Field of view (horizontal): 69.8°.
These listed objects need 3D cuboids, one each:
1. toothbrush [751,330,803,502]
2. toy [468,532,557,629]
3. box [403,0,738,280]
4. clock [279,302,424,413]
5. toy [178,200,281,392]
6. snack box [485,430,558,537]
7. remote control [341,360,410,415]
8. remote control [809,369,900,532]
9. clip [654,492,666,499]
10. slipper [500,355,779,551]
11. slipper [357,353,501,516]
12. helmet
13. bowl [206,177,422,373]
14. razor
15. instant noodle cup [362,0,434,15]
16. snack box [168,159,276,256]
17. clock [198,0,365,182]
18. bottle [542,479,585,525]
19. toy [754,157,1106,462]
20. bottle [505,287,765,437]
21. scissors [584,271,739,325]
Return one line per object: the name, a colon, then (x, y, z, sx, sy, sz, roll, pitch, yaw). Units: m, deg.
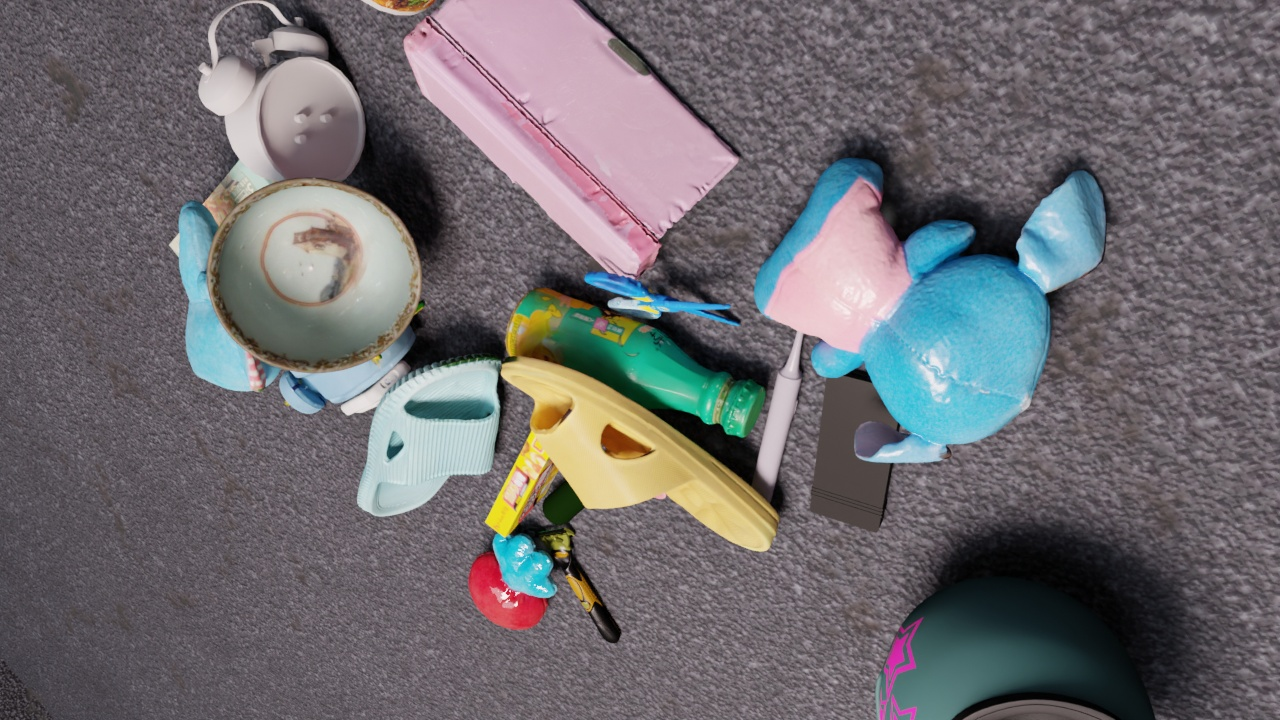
toothbrush: (0.110, 0.037, 0.712, 0.019, 0.018, 0.188, 18, 125, 15)
toy: (-0.130, 0.226, 0.948, 0.092, 0.062, 0.133, 34, 126, 1)
box: (-0.049, -0.177, 0.679, 0.232, 0.115, 0.106, 44, 171, 3)
clock: (-0.282, -0.009, 0.867, 0.162, 0.117, 0.060, -22, 116, 33)
toy: (-0.371, -0.061, 0.848, 0.183, 0.114, 0.181, -141, 40, -59)
snack box: (-0.090, 0.092, 0.833, 0.025, 0.075, 0.153, 36, 130, 7)
remote control: (-0.256, 0.030, 0.891, 0.022, 0.050, 0.134, 49, 153, -13)
remote control: (0.164, 0.069, 0.700, 0.058, 0.013, 0.134, 16, 124, 23)
clip: (0.010, 0.098, 0.801, 0.023, 0.045, 0.060, 10, 108, 32)
slipper: (-0.006, 0.088, 0.724, 0.263, 0.078, 0.100, 35, 159, -15)
slipper: (-0.206, 0.091, 0.883, 0.277, 0.115, 0.069, -55, 50, 44)
helmet: (0.261, 0.286, 0.647, 0.176, 0.200, 0.275, -5, 99, 12)
bowl: (-0.268, -0.079, 0.758, 0.094, 0.159, 0.160, -137, 32, -61)
razor: (-0.058, 0.231, 0.934, 0.044, 0.021, 0.144, -17, 110, 38)
instant noodle cup: (-0.149, -0.297, 0.616, 0.122, 0.121, 0.136, -29, 73, 49)
snack box: (-0.373, -0.105, 0.912, 0.194, 0.044, 0.141, -27, 103, 39)
clock: (-0.291, -0.213, 0.753, 0.061, 0.119, 0.159, 11, 133, 33)
bottle: (-0.048, 0.113, 0.848, 0.033, 0.032, 0.123, 46, 130, 0)
toy: (0.172, -0.042, 0.581, 0.191, 0.098, 0.225, 40, 123, 14)
bottle: (-0.004, 0.004, 0.731, 0.210, 0.067, 0.068, 21, 126, 20)
scissors: (0.015, -0.042, 0.699, 0.125, 0.016, 0.123, 17, 173, -10)
